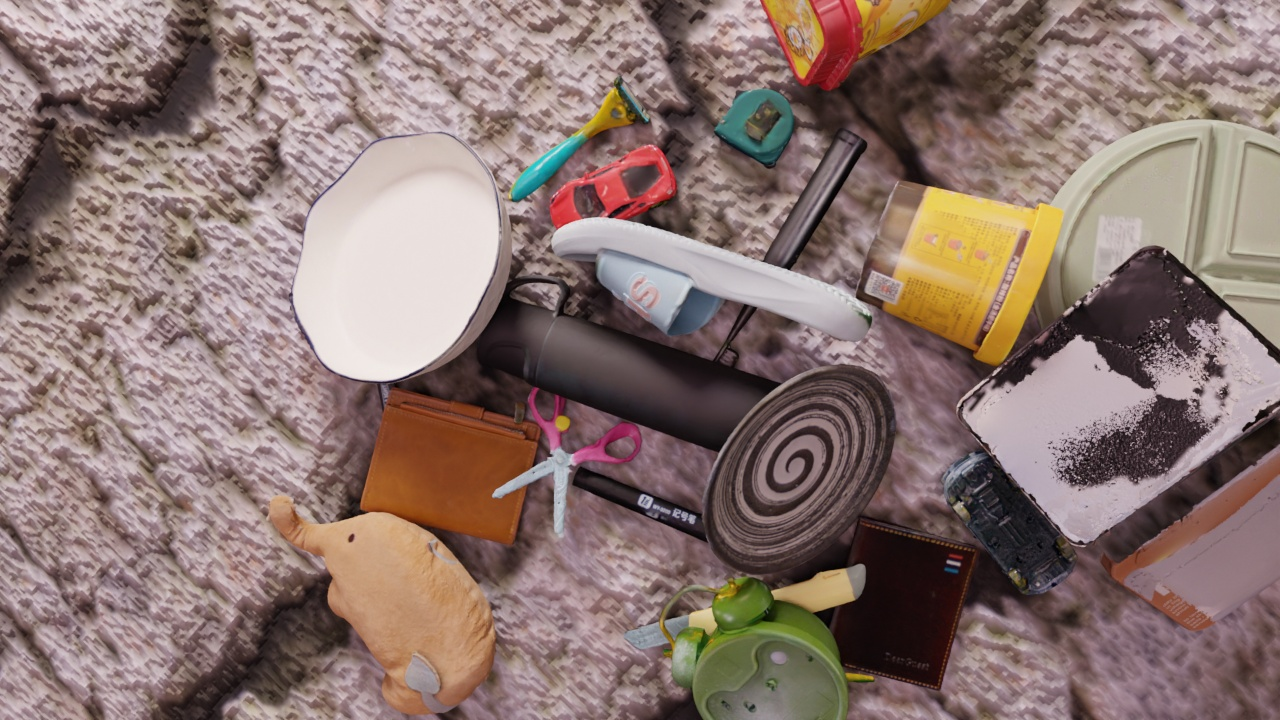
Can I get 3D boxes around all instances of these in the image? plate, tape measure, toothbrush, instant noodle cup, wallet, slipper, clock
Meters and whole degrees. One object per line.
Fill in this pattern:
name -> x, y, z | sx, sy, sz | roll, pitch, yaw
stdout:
plate -> 0.117, 0.080, 0.684 | 0.179, 0.024, 0.180 | -15, 123, -24
tape measure -> 0.093, -0.187, 0.726 | 0.058, 0.025, 0.054 | 33, 97, 5
toothbrush -> 0.113, -0.083, 0.726 | 0.027, 0.026, 0.213 | 30, 99, 5
instant noodle cup -> 0.227, -0.070, 0.668 | 0.114, 0.118, 0.118 | 21, 95, 14
wallet -> 0.204, 0.192, 0.726 | 0.096, 0.020, 0.122 | 14, 96, 7
plate -> -0.187, -0.079, 0.731 | 0.205, 0.045, 0.204 | -6, 76, 26
instant noodle cup -> 0.165, -0.280, 0.675 | 0.123, 0.116, 0.116 | -24, 88, -4
plate -> 0.414, -0.065, 0.682 | 0.230, 0.027, 0.230 | 0, 91, 8
slipper -> 0.049, -0.050, 0.689 | 0.245, 0.104, 0.074 | 19, 99, 17
wallet -> -0.154, 0.082, 0.759 | 0.130, 0.035, 0.119 | 15, 91, -3
clock -> 0.088, 0.232, 0.708 | 0.161, 0.056, 0.116 | 36, 113, -2

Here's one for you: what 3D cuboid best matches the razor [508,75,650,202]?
razor -> -0.056, -0.173, 0.746 | 0.132, 0.028, 0.043 | -39, 117, 5

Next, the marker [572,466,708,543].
marker -> 0.007, 0.119, 0.750 | 0.132, 0.022, 0.020 | 21, 87, 6

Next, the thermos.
thermos -> -0.004, 0.004, 0.720 | 0.242, 0.068, 0.090 | 19, 113, 7

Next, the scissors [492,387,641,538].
scissors -> -0.056, 0.078, 0.738 | 0.131, 0.017, 0.133 | 4, 64, -12

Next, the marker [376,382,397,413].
marker -> -0.211, 0.045, 0.782 | 0.018, 0.015, 0.124 | -12, 90, 6

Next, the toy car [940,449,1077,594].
toy car -> 0.282, 0.124, 0.704 | 0.054, 0.036, 0.120 | -39, 96, 7

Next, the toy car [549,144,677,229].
toy car -> -0.024, -0.134, 0.742 | 0.106, 0.031, 0.049 | -23, 87, 10

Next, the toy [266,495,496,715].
toy -> -0.208, 0.184, 0.751 | 0.144, 0.082, 0.226 | -38, 87, 21

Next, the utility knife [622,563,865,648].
utility knife -> 0.082, 0.203, 0.737 | 0.208, 0.021, 0.031 | -20, 90, 11

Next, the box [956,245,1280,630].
box -> 0.371, 0.066, 0.629 | 0.271, 0.132, 0.180 | 43, 111, -2
